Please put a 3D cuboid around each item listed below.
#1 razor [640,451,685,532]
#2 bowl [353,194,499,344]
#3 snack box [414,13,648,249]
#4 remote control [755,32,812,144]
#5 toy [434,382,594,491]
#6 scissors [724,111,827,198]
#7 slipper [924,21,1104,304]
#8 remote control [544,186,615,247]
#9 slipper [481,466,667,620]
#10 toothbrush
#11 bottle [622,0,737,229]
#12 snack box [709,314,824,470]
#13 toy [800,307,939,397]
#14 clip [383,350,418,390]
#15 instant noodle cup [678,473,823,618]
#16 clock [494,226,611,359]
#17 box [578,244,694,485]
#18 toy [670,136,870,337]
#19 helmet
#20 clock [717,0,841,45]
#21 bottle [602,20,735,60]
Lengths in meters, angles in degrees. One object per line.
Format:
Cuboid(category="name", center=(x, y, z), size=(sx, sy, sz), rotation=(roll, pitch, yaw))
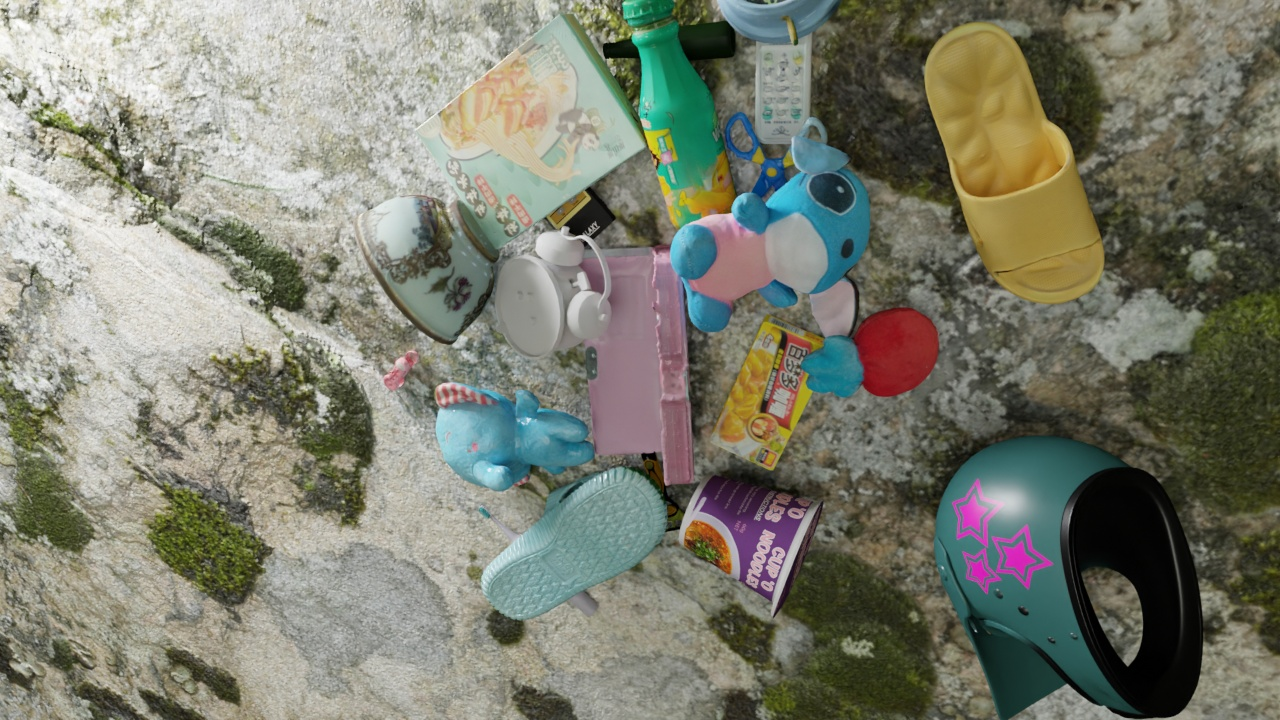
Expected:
Cuboid(category="razor", center=(0.017, 0.126, 1.022), size=(0.044, 0.021, 0.144), rotation=(-14, 104, 21))
Cuboid(category="bowl", center=(-0.201, -0.107, 0.931), size=(0.094, 0.159, 0.160), rotation=(-33, 99, 8))
Cuboid(category="snack box", center=(-0.104, -0.218, 0.893), size=(0.194, 0.044, 0.141), rotation=(-30, 100, 23))
Cuboid(category="remote control", center=(0.130, -0.265, 0.833), size=(0.050, 0.022, 0.133), rotation=(4, 111, 16))
Cuboid(category="toy", center=(-0.142, 0.096, 1.003), size=(0.181, 0.114, 0.184), rotation=(5, 136, 20))
Cuboid(category="scissors", center=(0.130, -0.182, 0.856), size=(0.123, 0.016, 0.125), rotation=(-13, 125, 31))
Cuboid(category="slipper", center=(0.318, -0.160, 0.788), size=(0.100, 0.078, 0.263), rotation=(-21, 103, 25))
Cuboid(category="remote control", center=(-0.089, -0.177, 0.938), size=(0.058, 0.013, 0.133), rotation=(-40, 96, 25))
Cuboid(category="slipper", center=(-0.075, 0.208, 1.053), size=(0.277, 0.069, 0.116), rotation=(-39, 99, 25))
Cuboid(category="toothbrush", center=(-0.125, 0.240, 1.106), size=(0.188, 0.019, 0.018), rotation=(44, 119, -3))
Cuboid(category="bottle", center=(0.034, -0.225, 0.833), size=(0.068, 0.067, 0.210), rotation=(-9, 118, 19))
Cuboid(category="snack box", center=(0.134, 0.034, 0.946), size=(0.075, 0.025, 0.152), rotation=(25, 116, 6))
Cuboid(category="toy", center=(0.221, -0.003, 0.881), size=(0.133, 0.062, 0.092), rotation=(-14, 121, 11))
Cuboid(category="clip", center=(-0.278, 0.014, 1.057), size=(0.023, 0.045, 0.060), rotation=(45, 102, 0))
Cuboid(category="instant noodle cup", center=(0.109, 0.186, 0.964), size=(0.122, 0.136, 0.122), rotation=(22, 142, 18))
Cuboid(category="clock", center=(-0.087, -0.065, 0.924), size=(0.160, 0.060, 0.120), rotation=(-34, 76, 45))
Cuboid(category="box", center=(-0.008, 0.005, 0.930), size=(0.115, 0.106, 0.233), rotation=(-4, 108, 2))
Cuboid(category="toy", center=(0.124, -0.094, 0.840), size=(0.191, 0.098, 0.224), rotation=(-23, 137, -1))
Cuboid(category="helmet", center=(0.376, 0.205, 0.847), size=(0.176, 0.201, 0.275), rotation=(-18, 92, -23))
Cuboid(category="clock", center=(0.103, -0.344, 0.777), size=(0.162, 0.060, 0.118), rotation=(40, 100, 15))
Cuboid(category="bottle", center=(0.025, -0.292, 0.849), size=(0.123, 0.033, 0.033), rotation=(0, 110, 17))
